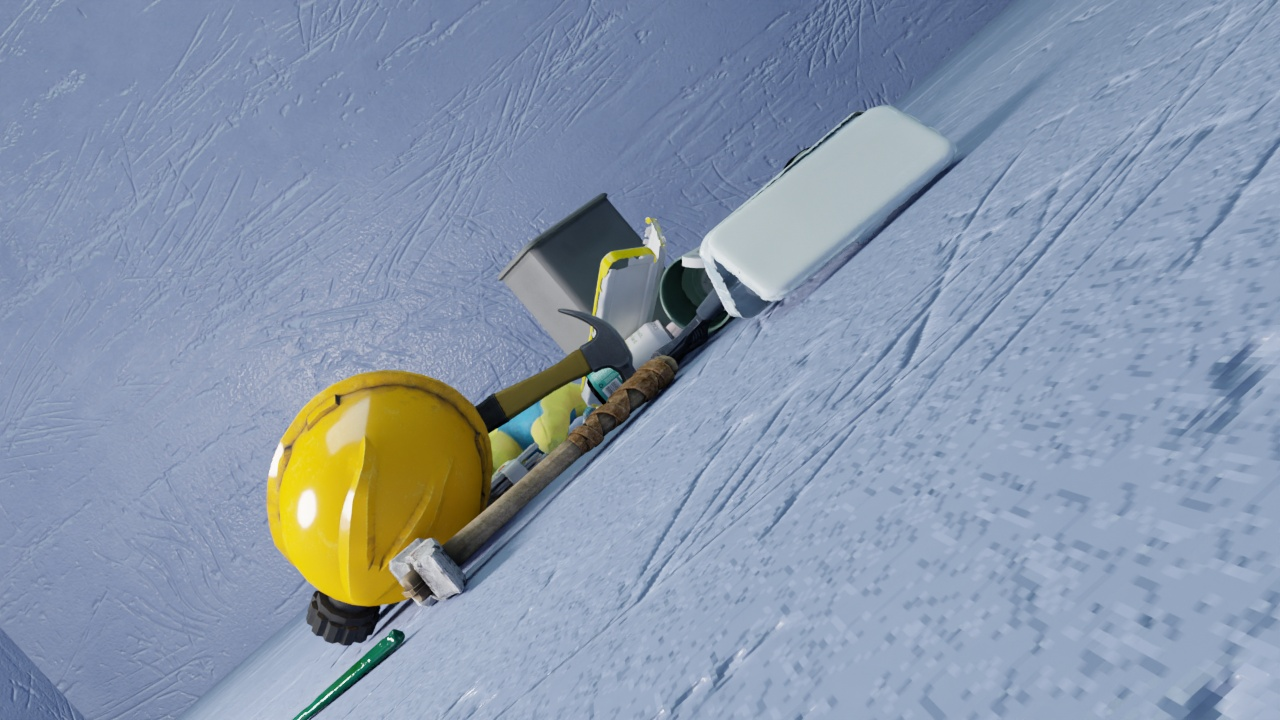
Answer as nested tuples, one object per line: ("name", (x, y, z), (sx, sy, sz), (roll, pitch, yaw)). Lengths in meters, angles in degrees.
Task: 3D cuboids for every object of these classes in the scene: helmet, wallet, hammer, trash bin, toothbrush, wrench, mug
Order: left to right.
("toothbrush", (-0.254, 0.265, 0.710), (0.190, 0.017, 0.016), (-40, 4, 11))
("helmet", (-0.239, 0.147, 0.837), (0.131, 0.205, 0.256), (-112, 43, -61))
("hammer", (-0.162, 0.060, 0.918), (0.333, 0.118, 0.025), (-29, -1, 1))
("wallet", (-0.136, 0.128, 1.000), (0.115, 0.037, 0.119), (-42, 1, -28))
("hammer", (-0.077, 0.092, 0.791), (0.317, 0.049, 0.122), (-41, 6, -31))
("trash bin", (-0.049, -0.089, 1.246), (0.098, 0.220, 0.191), (-37, 5, 46))
("toothbrush", (-0.007, 0.014, 1.120), (0.027, 0.027, 0.221), (13, 37, 28))
("mug", (0.087, -0.086, 0.989), (0.111, 0.084, 0.103), (-21, 7, 23))
("wrench", (0.088, -0.075, 0.879), (0.274, 0.022, 0.073), (-51, -18, 28))
("wrench", (0.107, -0.123, 0.955), (0.087, 0.018, 0.272), (4, 16, 18))

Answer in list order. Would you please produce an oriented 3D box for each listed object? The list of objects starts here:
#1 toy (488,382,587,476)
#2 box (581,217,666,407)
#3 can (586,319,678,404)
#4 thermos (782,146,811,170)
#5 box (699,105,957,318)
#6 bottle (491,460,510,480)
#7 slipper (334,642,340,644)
("toy", (-0.159, 0.103, 1.168), (0.214, 0.084, 0.148), (-35, 4, 30))
("box", (-0.013, -0.046, 1.004), (0.116, 0.057, 0.210), (-51, -21, -47))
("can", (-0.006, 0.006, 0.973), (0.102, 0.055, 0.055), (-40, 4, 5))
("thermos", (0.229, -0.234, 1.194), (0.086, 0.086, 0.198), (-40, 4, 11))
("box", (0.161, -0.114, 0.749), (0.215, 0.106, 0.127), (-42, 33, -12))
("bottle", (-0.213, 0.177, 1.113), (0.185, 0.045, 0.045), (-39, 4, 23))
("slipper", (-0.254, 0.209, 1.040), (0.113, 0.080, 0.265), (-42, 19, 51))
